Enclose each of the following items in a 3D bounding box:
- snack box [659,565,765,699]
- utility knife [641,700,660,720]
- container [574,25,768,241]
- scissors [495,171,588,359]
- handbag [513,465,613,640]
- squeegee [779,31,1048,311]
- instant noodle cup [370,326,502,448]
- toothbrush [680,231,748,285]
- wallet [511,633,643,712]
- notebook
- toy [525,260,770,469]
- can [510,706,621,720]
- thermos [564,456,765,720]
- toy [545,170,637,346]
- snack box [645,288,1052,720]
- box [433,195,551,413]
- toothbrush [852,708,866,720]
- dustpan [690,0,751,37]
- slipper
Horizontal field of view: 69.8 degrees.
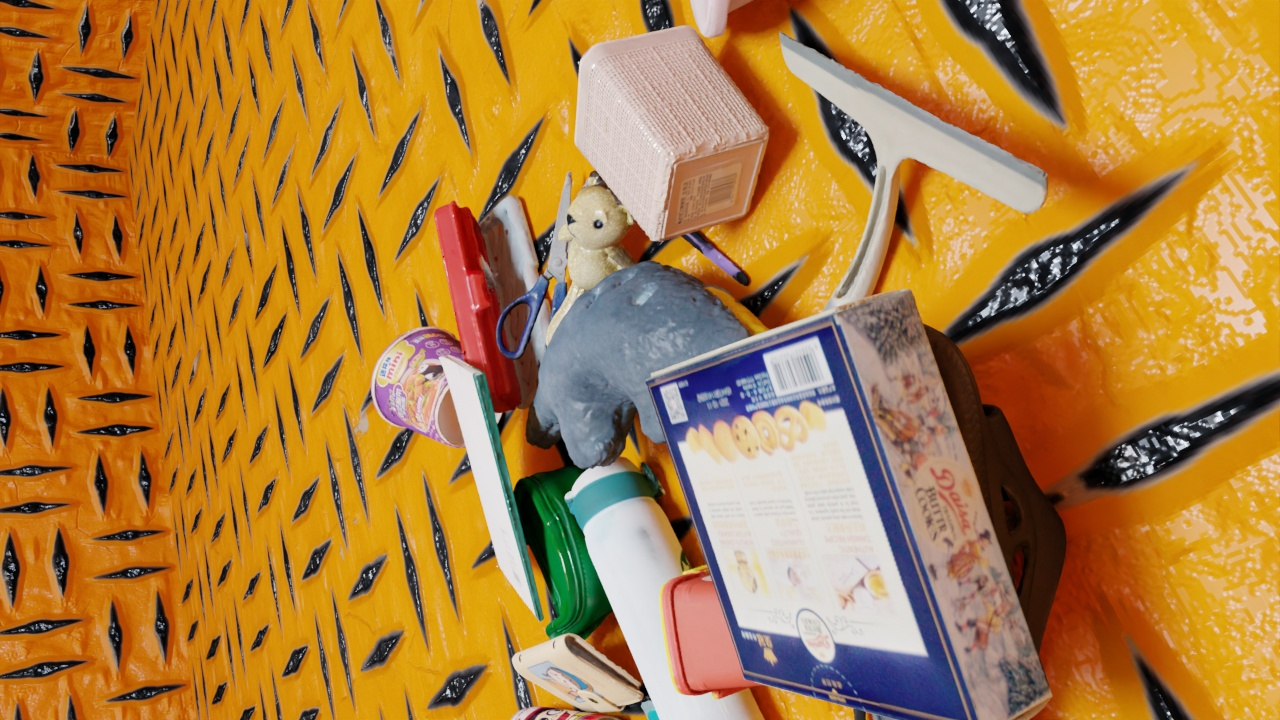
[{"bbox_3d":[0.069,0.167,0.574,0.080,0.091,0.082,-17,78,45],"label":"snack box"},{"bbox_3d":[0.042,0.317,0.675,0.161,0.013,0.029,49,127,40],"label":"utility knife"},{"bbox_3d":[0.020,-0.148,0.613,0.111,0.089,0.090,59,156,30],"label":"container"},{"bbox_3d":[-0.064,-0.072,0.789,0.173,0.128,0.012,-47,4,5],"label":"scissors"},{"bbox_3d":[-0.064,0.162,0.766,0.131,0.067,0.120,60,140,32],"label":"handbag"},{"bbox_3d":[0.118,-0.037,0.541,0.246,0.039,0.247,-123,40,-52],"label":"squeegee"},{"bbox_3d":[-0.196,0.032,0.914,0.099,0.111,0.112,24,110,43],"label":"instant noodle cup"},{"bbox_3d":[0.025,-0.106,0.688,0.189,0.016,0.014,46,138,39],"label":"toothbrush"},{"bbox_3d":[-0.050,0.260,0.755,0.087,0.024,0.115,40,142,-7],"label":"wallet"},{"bbox_3d":[-0.128,0.102,0.783,0.150,0.012,0.209,-164,60,-68],"label":"notebook"},{"bbox_3d":[-0.004,0.004,0.651,0.357,0.091,0.138,-16,78,56],"label":"toy"},{"bbox_3d":[-0.064,0.327,0.785,0.133,0.053,0.053,-22,74,52],"label":"can"},{"bbox_3d":[0.015,0.173,0.662,0.073,0.073,0.224,-54,51,39],"label":"thermos"},{"bbox_3d":[-0.042,-0.070,0.731,0.105,0.066,0.158,44,132,35],"label":"toy"},{"bbox_3d":[0.084,0.074,0.445,0.178,0.045,0.182,-21,88,63],"label":"snack box"},{"bbox_3d":[-0.122,-0.057,0.859,0.094,0.092,0.201,61,-168,-71],"label":"box"},{"bbox_3d":[0.129,0.174,0.554,0.016,0.014,0.189,175,94,-77],"label":"toothbrush"},{"bbox_3d":[0.028,-0.311,0.518,0.139,0.273,0.222,-13,77,28],"label":"dustpan"},{"bbox_3d":[0.157,0.101,0.471,0.111,0.083,0.268,13,120,57],"label":"slipper"}]
